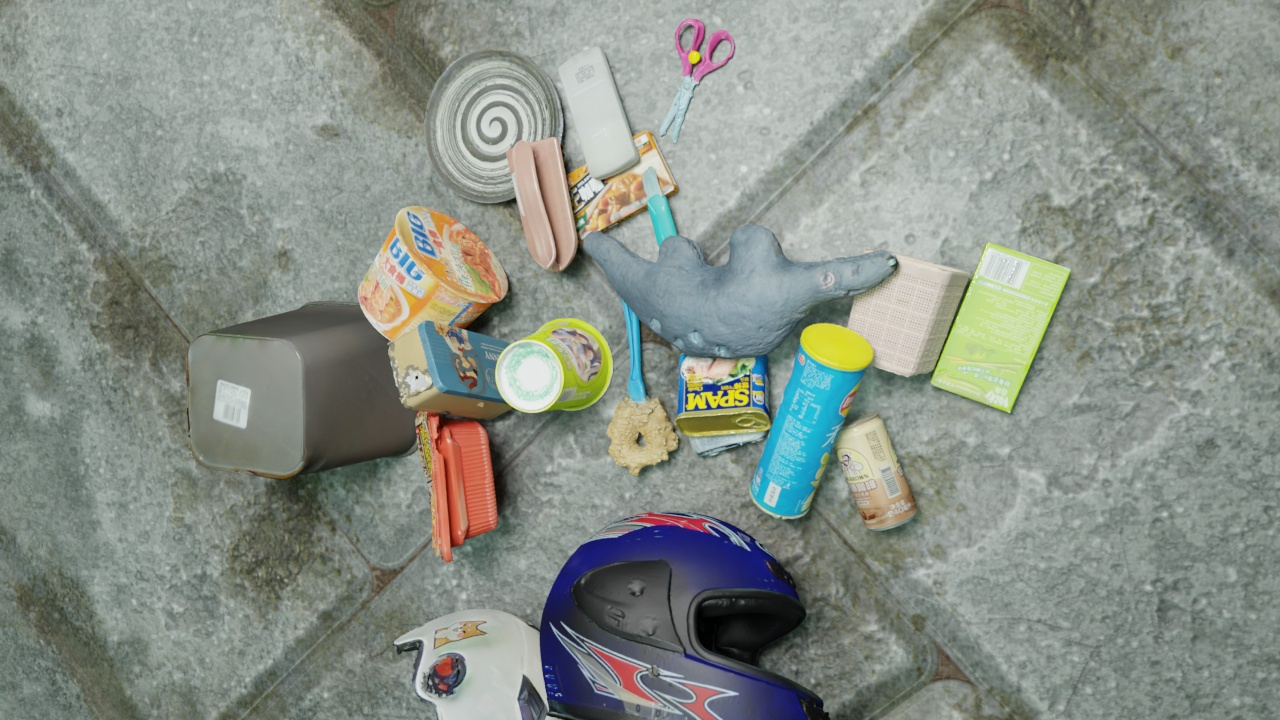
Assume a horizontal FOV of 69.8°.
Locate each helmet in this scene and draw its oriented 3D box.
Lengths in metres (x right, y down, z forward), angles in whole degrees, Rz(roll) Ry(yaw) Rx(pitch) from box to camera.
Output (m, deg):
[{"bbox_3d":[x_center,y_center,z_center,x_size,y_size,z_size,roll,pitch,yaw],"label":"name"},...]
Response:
[{"bbox_3d":[-0.154,0.389,1.044,0.156,0.274,0.230,-30,117,-15],"label":"helmet"},{"bbox_3d":[0.053,0.281,0.951,0.316,0.247,0.240,5,66,28],"label":"helmet"}]

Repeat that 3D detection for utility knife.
[{"bbox_3d":[0.035,-0.127,1.025,0.029,0.013,0.182,-13,103,19],"label":"utility knife"}]

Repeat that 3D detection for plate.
[{"bbox_3d":[-0.171,-0.275,1.082,0.180,0.024,0.179,2,96,19],"label":"plate"}]

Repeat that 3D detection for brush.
[{"bbox_3d":[-0.006,0.006,1.055,0.083,0.045,0.254,-6,90,22],"label":"brush"},{"bbox_3d":[-0.107,-0.170,1.018,0.063,0.073,0.145,-10,93,18],"label":"brush"}]

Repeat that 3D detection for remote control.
[{"bbox_3d":[-0.048,-0.277,1.028,0.058,0.021,0.150,-22,75,20],"label":"remote control"}]

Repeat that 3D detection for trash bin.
[{"bbox_3d":[-0.395,0.036,1.082,0.199,0.219,0.199,5,99,17],"label":"trash bin"}]

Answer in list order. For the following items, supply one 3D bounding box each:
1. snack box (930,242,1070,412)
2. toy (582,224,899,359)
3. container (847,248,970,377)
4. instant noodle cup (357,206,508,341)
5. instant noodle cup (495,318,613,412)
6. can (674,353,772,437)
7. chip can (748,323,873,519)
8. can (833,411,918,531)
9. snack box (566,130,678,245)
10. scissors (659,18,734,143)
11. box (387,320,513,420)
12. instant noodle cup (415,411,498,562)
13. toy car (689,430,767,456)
[{"bbox_3d":[0.366,-0.034,0.938,0.086,0.026,0.156,21,101,14],"label":"snack box"},{"bbox_3d":[0.086,-0.070,0.955,0.357,0.091,0.138,5,92,31],"label":"toy"},{"bbox_3d":[0.265,-0.048,0.929,0.090,0.089,0.111,21,105,31],"label":"container"},{"bbox_3d":[-0.247,-0.088,1.066,0.112,0.151,0.151,-44,82,24],"label":"instant noodle cup"},{"bbox_3d":[-0.103,0.010,1.037,0.112,0.123,0.112,2,96,17],"label":"instant noodle cup"},{"bbox_3d":[0.090,0.032,0.999,0.102,0.057,0.083,-6,62,17],"label":"can"},{"bbox_3d":[0.171,0.066,0.943,0.071,0.071,0.211,23,128,14],"label":"chip can"},{"bbox_3d":[0.247,0.118,0.974,0.059,0.058,0.116,-22,89,18],"label":"can"},{"bbox_3d":[-0.039,-0.192,1.047,0.154,0.026,0.075,-26,87,18],"label":"snack box"},{"bbox_3d":[0.061,-0.303,1.013,0.073,0.017,0.137,15,104,6],"label":"scissors"},{"bbox_3d":[-0.201,0.016,1.046,0.061,0.184,0.089,-27,72,24],"label":"box"},{"bbox_3d":[-0.216,0.137,1.077,0.079,0.189,0.164,-7,95,-14],"label":"instant noodle cup"},{"bbox_3d":[0.098,0.080,1.030,0.091,0.034,0.043,-19,86,17],"label":"toy car"}]
